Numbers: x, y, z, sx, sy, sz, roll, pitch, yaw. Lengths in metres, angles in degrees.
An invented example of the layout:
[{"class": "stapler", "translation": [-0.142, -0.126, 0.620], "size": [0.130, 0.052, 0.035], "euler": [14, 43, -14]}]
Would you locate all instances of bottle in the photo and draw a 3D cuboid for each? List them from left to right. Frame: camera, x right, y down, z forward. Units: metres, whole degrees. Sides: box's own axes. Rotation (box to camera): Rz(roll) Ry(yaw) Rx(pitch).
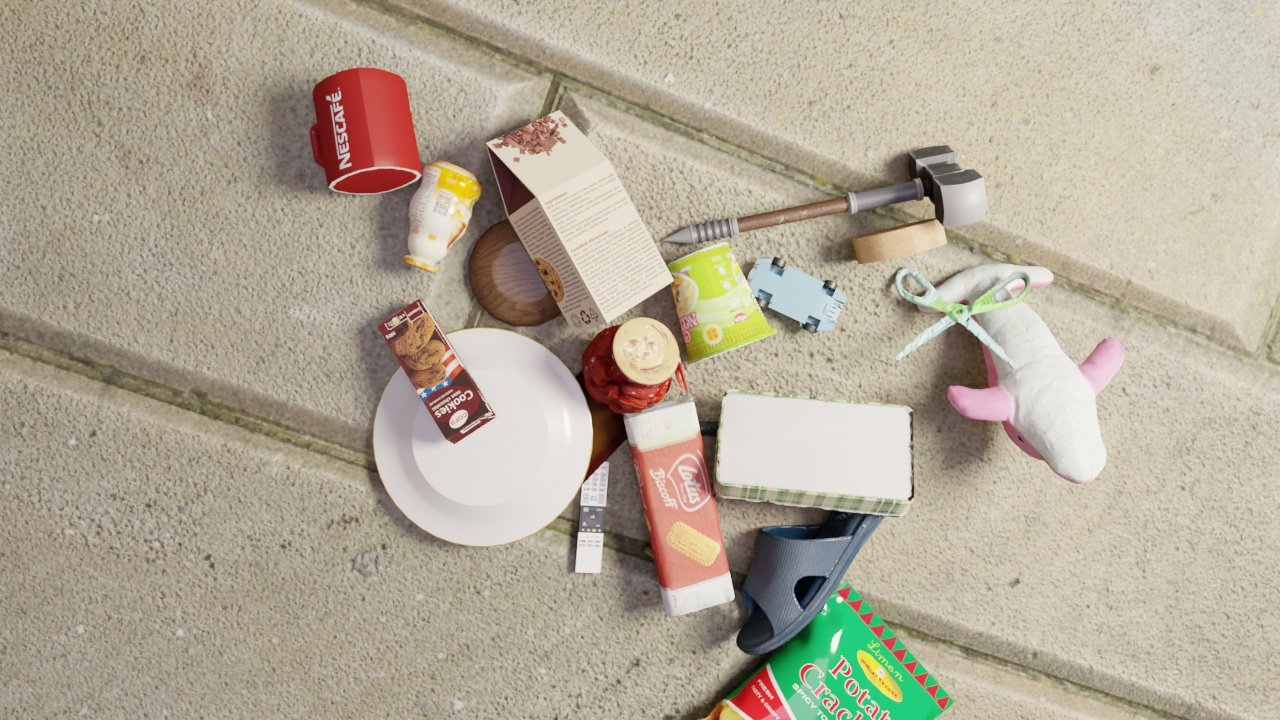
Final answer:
[{"class": "bottle", "translation": [-0.204, -0.144, 0.925], "size": [0.063, 0.063, 0.108], "euler": [22, 92, -9]}, {"class": "bottle", "translation": [-0.006, 0.005, 0.939], "size": [0.099, 0.111, 0.098], "euler": [7, 69, -19]}]

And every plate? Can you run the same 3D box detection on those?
[{"class": "plate", "translation": [-0.165, 0.080, 0.954], "size": [0.230, 0.021, 0.229], "euler": [0, 88, -1]}]

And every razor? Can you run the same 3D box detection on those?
[{"class": "razor", "translation": [0.051, 0.180, 1.012], "size": [0.042, 0.026, 0.106], "euler": [40, 85, -7]}]

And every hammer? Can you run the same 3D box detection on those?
[{"class": "hammer", "translation": [0.184, -0.158, 0.966], "size": [0.322, 0.155, 0.043], "euler": [-11, 117, 7]}]

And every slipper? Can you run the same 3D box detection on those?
[{"class": "slipper", "translation": [0.177, 0.199, 0.992], "size": [0.082, 0.101, 0.263], "euler": [41, 85, -10]}]

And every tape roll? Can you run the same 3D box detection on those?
[{"class": "tape roll", "translation": [0.275, -0.127, 0.977], "size": [0.094, 0.094, 0.027], "euler": [-15, 97, -6]}]

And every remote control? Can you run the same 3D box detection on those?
[{"class": "remote control", "translation": [-0.053, 0.170, 1.000], "size": [0.028, 0.012, 0.124], "euler": [4, 95, -8]}]

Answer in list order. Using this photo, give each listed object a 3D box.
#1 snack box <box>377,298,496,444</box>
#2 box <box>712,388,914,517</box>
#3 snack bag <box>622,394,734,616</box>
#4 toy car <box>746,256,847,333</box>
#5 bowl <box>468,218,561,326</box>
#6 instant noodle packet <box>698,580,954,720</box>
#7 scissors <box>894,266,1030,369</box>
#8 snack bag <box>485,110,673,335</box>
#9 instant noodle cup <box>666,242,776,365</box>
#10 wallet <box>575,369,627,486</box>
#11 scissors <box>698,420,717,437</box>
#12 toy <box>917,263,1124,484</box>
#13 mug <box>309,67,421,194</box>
[{"class": "snack box", "translation": [-0.206, 0.011, 0.929], "size": [0.051, 0.032, 0.141], "euler": [-33, 76, -4]}, {"class": "box", "translation": [0.182, 0.096, 0.964], "size": [0.205, 0.050, 0.117], "euler": [4, 62, 3]}, {"class": "snack bag", "translation": [0.042, 0.155, 0.977], "size": [0.077, 0.041, 0.225], "euler": [-13, 97, -14]}, {"class": "toy car", "translation": [0.167, -0.072, 1.001], "size": [0.108, 0.027, 0.060], "euler": [25, 91, 1]}, {"class": "bowl", "translation": [-0.121, -0.093, 0.958], "size": [0.118, 0.030, 0.118], "euler": [-1, 95, -8]}, {"class": "instant noodle packet", "translation": [0.197, 0.398, 1.015], "size": [0.252, 0.090, 0.195], "euler": [-42, 99, -2]}, {"class": "scissors", "translation": [0.339, -0.049, 0.979], "size": [0.171, 0.021, 0.172], "euler": [-31, 58, -6]}, {"class": "snack bag", "translation": [-0.066, -0.143, 0.923], "size": [0.094, 0.070, 0.206], "euler": [-34, 100, -31]}, {"class": "instant noodle cup", "translation": [0.077, -0.061, 0.961], "size": [0.099, 0.099, 0.108], "euler": [-21, 90, -6]}, {"class": "wallet", "translation": [-0.066, 0.078, 0.981], "size": [0.091, 0.018, 0.115], "euler": [45, 85, 1]}, {"class": "scissors", "translation": [0.137, 0.068, 1.019], "size": [0.169, 0.012, 0.132], "euler": [33, 90, -5]}, {"class": "toy", "translation": [0.409, 0.020, 0.994], "size": [0.186, 0.128, 0.265], "euler": [-15, 65, -3]}, {"class": "mug", "translation": [-0.278, -0.217, 0.898], "size": [0.117, 0.080, 0.096], "euler": [-13, 86, 32]}]
